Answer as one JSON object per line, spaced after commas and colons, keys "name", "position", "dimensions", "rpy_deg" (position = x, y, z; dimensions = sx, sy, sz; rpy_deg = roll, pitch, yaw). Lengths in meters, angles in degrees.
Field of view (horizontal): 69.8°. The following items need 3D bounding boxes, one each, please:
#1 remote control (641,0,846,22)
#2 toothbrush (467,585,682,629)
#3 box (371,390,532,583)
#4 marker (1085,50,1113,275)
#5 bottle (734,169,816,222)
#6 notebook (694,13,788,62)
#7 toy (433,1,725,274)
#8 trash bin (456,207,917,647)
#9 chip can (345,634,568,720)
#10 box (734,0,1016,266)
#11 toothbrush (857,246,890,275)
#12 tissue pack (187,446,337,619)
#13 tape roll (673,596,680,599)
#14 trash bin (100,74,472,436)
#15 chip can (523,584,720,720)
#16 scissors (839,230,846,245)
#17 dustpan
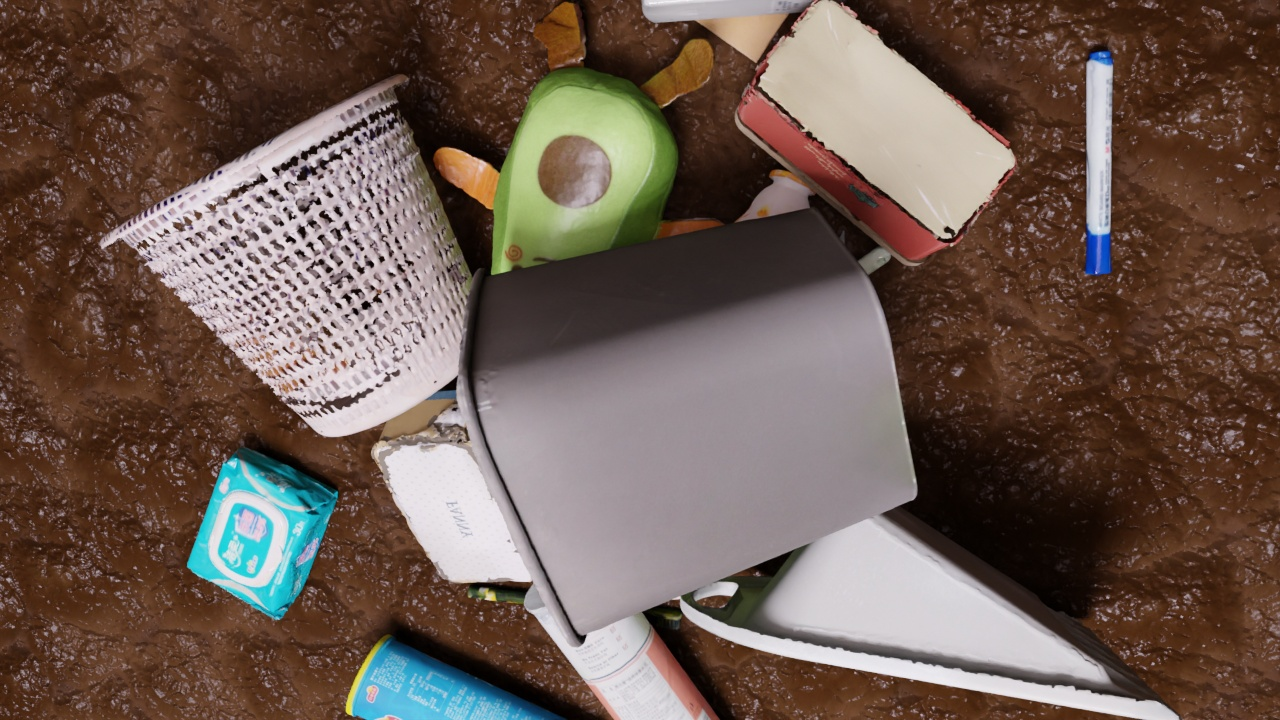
{"name": "remote control", "position": [0.068, -0.242, 0.605], "dimensions": [0.135, 0.056, 0.019], "rpy_deg": [-1, 99, 8]}
{"name": "toothbrush", "position": [-0.057, 0.207, 0.773], "dimensions": [0.186, 0.012, 0.017], "rpy_deg": [4, 115, 10]}
{"name": "box", "position": [-0.131, 0.105, 0.705], "dimensions": [0.090, 0.061, 0.184], "rpy_deg": [-2, 134, 11]}
{"name": "marker", "position": [0.307, -0.131, 0.614], "dimensions": [0.017, 0.016, 0.146], "rpy_deg": [-3, 103, 12]}
{"name": "bottle", "position": [0.088, -0.078, 0.648], "dimensions": [0.063, 0.063, 0.108], "rpy_deg": [23, 92, 5]}
{"name": "notebook", "position": [0.079, -0.335, 0.616], "dimensions": [0.149, 0.012, 0.212], "rpy_deg": [35, 107, 0]}
{"name": "toy", "position": [-0.042, -0.122, 0.651], "dimensions": [0.227, 0.089, 0.247], "rpy_deg": [19, 102, 16]}
{"name": "trash bin", "position": [0.029, 0.026, 0.554], "dimensions": [0.220, 0.198, 0.199], "rpy_deg": [-17, 119, 3]}
{"name": "chip can", "position": [-0.140, 0.310, 0.783], "dimensions": [0.210, 0.071, 0.071], "rpy_deg": [23, 107, 5]}
{"name": "box", "position": [0.153, -0.150, 0.595], "dimensions": [0.168, 0.080, 0.091], "rpy_deg": [39, 82, 0]}
{"name": "toothbrush", "position": [0.103, -0.024, 0.675], "dimensions": [0.190, 0.020, 0.029], "rpy_deg": [-37, 130, 20]}
{"name": "tissue pack", "position": [-0.328, 0.150, 0.794], "dimensions": [0.093, 0.050, 0.134], "rpy_deg": [26, 107, 4]}
{"name": "tape roll", "position": [0.021, 0.144, 0.712], "dimensions": [0.086, 0.013, 0.086], "rpy_deg": [3, 105, 10]}
{"name": "trash bin", "position": [-0.216, -0.062, 0.649], "dimensions": [0.228, 0.227, 0.192], "rpy_deg": [-23, 111, 16]}
{"name": "chip can", "position": [-0.002, 0.252, 0.726], "dimensions": [0.071, 0.071, 0.215], "rpy_deg": [-30, 103, 16]}
{"name": "scissors", "position": [0.132, -0.004, 0.683], "dimensions": [0.147, 0.014, 0.172], "rpy_deg": [-36, 94, 16]}
{"name": "dustpan", "position": [0.169, 0.181, 0.618], "dimensions": [0.258, 0.222, 0.143], "rpy_deg": [35, 95, 13]}
